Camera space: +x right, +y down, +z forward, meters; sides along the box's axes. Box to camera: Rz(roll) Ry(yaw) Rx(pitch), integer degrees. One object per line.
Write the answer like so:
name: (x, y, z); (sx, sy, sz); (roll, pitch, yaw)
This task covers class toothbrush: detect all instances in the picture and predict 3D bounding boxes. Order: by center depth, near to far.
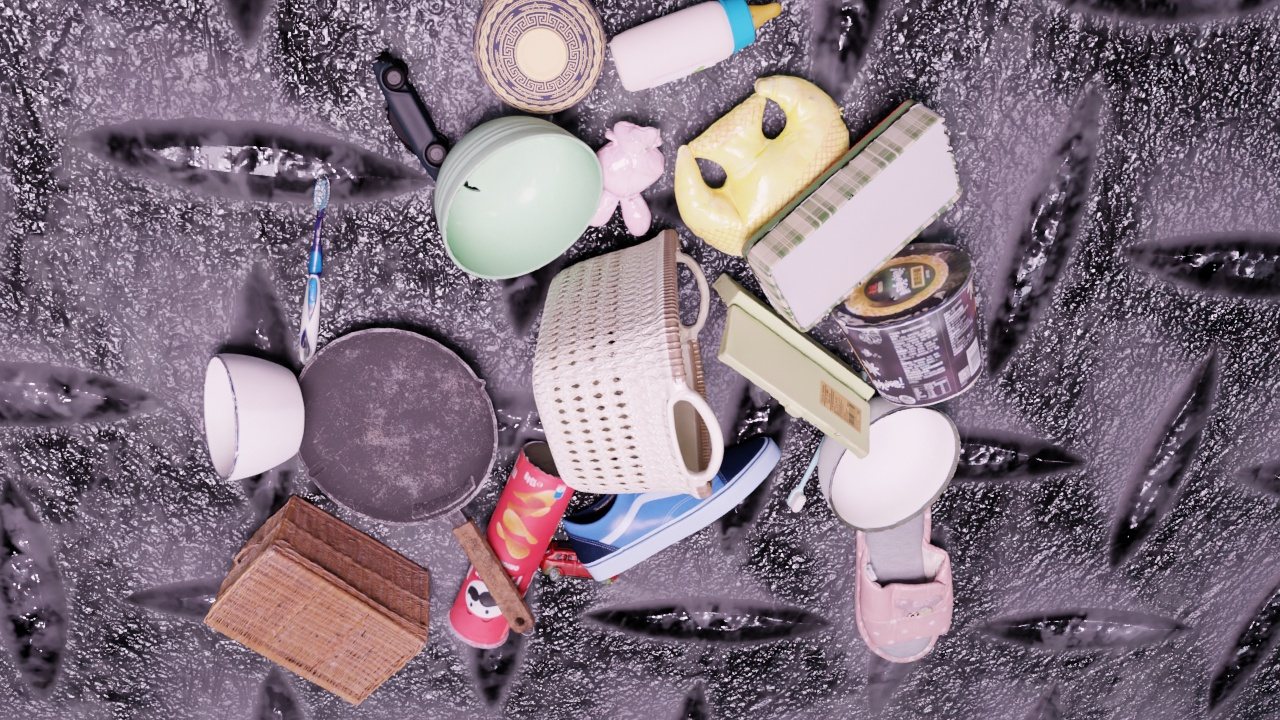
toothbrush: (-0.300, -0.079, 0.843); (0.016, 0.017, 0.189); (9, 115, -13)
toothbrush: (0.202, 0.089, 0.995); (0.016, 0.016, 0.181); (14, 113, -19)

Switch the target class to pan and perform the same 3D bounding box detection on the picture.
pan: (-0.199, 0.128, 0.912); (0.208, 0.040, 0.357); (-27, 105, 11)

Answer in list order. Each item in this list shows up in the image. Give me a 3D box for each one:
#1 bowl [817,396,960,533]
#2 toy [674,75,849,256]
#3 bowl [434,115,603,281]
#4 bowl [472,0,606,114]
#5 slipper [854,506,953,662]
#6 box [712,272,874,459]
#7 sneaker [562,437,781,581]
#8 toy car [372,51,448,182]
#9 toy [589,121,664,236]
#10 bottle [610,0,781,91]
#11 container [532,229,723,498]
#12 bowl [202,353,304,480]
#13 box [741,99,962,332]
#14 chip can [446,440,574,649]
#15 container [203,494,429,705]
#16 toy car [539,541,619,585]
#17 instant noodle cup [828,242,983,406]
bowl: (0.251, 0.099, 0.966); (0.153, 0.073, 0.154); (-9, 119, -16)
toy: (0.117, -0.165, 0.825); (0.170, 0.064, 0.155); (-40, 119, 9)
bowl: (-0.113, -0.149, 0.784); (0.150, 0.077, 0.151); (-26, 148, -18)
bowl: (-0.082, -0.256, 0.755); (0.112, 0.061, 0.112); (-3, 117, -6)
slipper: (0.306, 0.256, 1.072); (0.114, 0.054, 0.275); (-14, 116, 0)
box: (0.149, -0.001, 0.877); (0.187, 0.140, 0.044); (35, 123, -20)
sneaker: (0.026, 0.130, 0.958); (0.241, 0.083, 0.098); (-32, 99, 3)
toy car: (-0.195, -0.205, 0.776); (0.034, 0.046, 0.112); (-25, 119, 3)
toy: (-0.013, -0.164, 0.821); (0.063, 0.047, 0.110); (9, 126, -9)
bottle: (0.049, -0.271, 0.770); (0.146, 0.051, 0.051); (-19, 118, 3)
container: (-0.005, 0.005, 0.806); (0.143, 0.245, 0.185); (-10, 121, 7)
bowl: (-0.359, 0.050, 0.853); (0.065, 0.116, 0.116); (-3, 121, -38)
box: (0.191, -0.127, 0.821); (0.205, 0.050, 0.117); (-43, 140, 1)
chip can: (-0.134, 0.195, 0.975); (0.073, 0.073, 0.233); (19, 112, -16)
container: (-0.325, 0.244, 0.951); (0.198, 0.112, 0.114); (39, 106, -23)
toy car: (-0.066, 0.223, 1.015); (0.091, 0.042, 0.036); (13, 104, -11)
instant noodle cup: (0.259, -0.029, 0.870); (0.137, 0.137, 0.112); (-25, 117, 5)
